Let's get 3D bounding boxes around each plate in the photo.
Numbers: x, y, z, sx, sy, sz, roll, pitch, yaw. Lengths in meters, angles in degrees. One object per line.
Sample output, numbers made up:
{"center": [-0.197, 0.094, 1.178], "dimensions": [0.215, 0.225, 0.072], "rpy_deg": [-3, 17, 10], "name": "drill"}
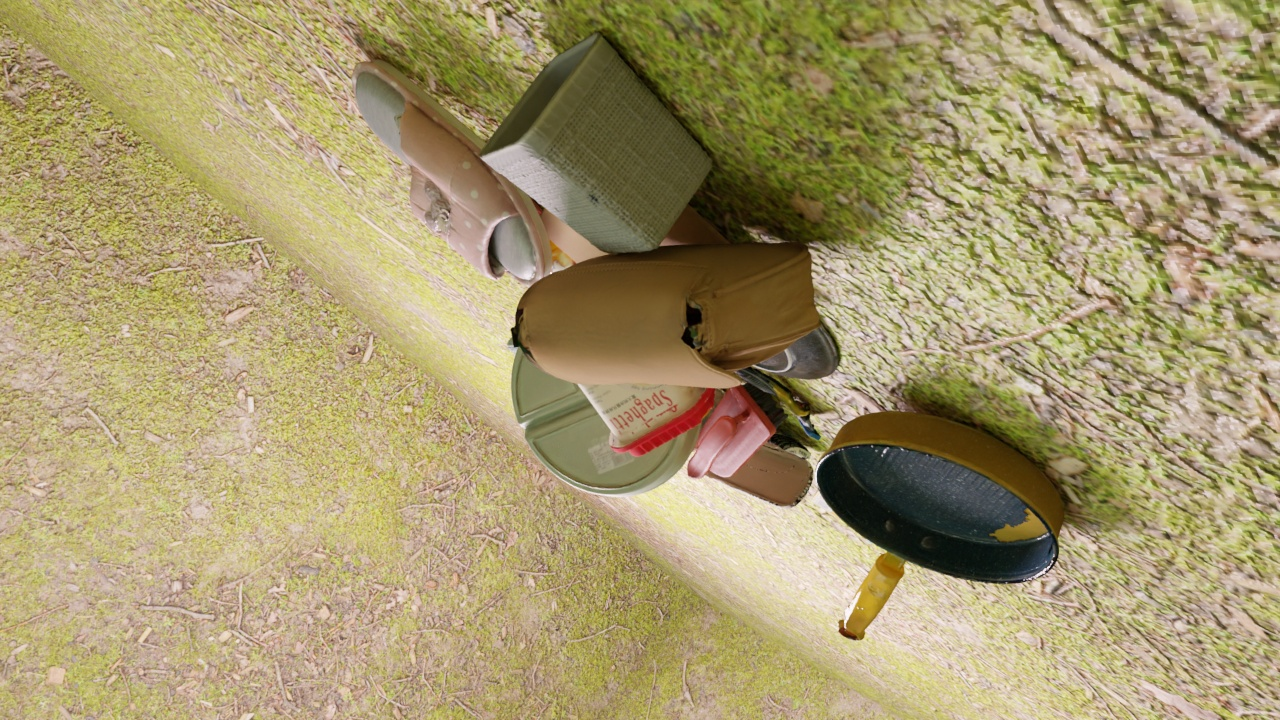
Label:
{"center": [-0.044, 0.040, 0.979], "dimensions": [0.230, 0.231, 0.027], "rpy_deg": [32, -155, 17], "name": "plate"}
{"center": [0.086, -0.033, 0.783], "dimensions": [0.179, 0.024, 0.179], "rpy_deg": [34, 166, 9], "name": "plate"}

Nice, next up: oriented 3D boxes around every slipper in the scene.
{"center": [-0.178, -0.163, 0.809], "dimensions": [0.274, 0.054, 0.114], "rpy_deg": [47, 149, 15], "name": "slipper"}

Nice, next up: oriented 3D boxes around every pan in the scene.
{"center": [0.233, 0.169, 0.816], "dimensions": [0.198, 0.078, 0.358], "rpy_deg": [25, 152, 13], "name": "pan"}

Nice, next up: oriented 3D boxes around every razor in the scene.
{"center": [0.120, 0.025, 0.871], "dimensions": [0.142, 0.022, 0.042], "rpy_deg": [35, -165, -23], "name": "razor"}

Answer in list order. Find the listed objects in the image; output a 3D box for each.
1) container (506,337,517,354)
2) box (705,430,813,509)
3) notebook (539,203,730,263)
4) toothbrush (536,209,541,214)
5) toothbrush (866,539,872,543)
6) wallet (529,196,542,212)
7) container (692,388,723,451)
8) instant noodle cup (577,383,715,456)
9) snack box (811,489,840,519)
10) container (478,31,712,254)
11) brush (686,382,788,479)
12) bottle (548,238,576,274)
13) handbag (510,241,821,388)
{"center": [-0.105, -0.024, 1.140], "dimensions": [0.090, 0.090, 0.111], "rpy_deg": [40, 168, -15], "name": "container"}
{"center": [0.120, 0.109, 1.035], "dimensions": [0.075, 0.085, 0.162], "rpy_deg": [14, 180, -41], "name": "box"}
{"center": [0.020, -0.072, 0.735], "dimensions": [0.211, 0.012, 0.150], "rpy_deg": [42, 148, -8], "name": "notebook"}
{"center": [-0.036, -0.098, 0.867], "dimensions": [0.189, 0.014, 0.018], "rpy_deg": [34, 156, -2], "name": "toothbrush"}
{"center": [0.248, 0.163, 1.021], "dimensions": [0.027, 0.026, 0.224], "rpy_deg": [5, 152, 27], "name": "toothbrush"}
{"center": [-0.156, -0.167, 0.919], "dimensions": [0.131, 0.035, 0.119], "rpy_deg": [17, 159, 47], "name": "wallet"}
{"center": [0.023, 0.045, 1.020], "dimensions": [0.111, 0.090, 0.089], "rpy_deg": [27, -176, 21], "name": "container"}
{"center": [-0.005, 0.005, 0.854], "dimensions": [0.124, 0.117, 0.116], "rpy_deg": [48, -154, -22], "name": "instant noodle cup"}
{"center": [0.223, 0.123, 0.876], "dimensions": [0.087, 0.033, 0.141], "rpy_deg": [30, 155, 11], "name": "snack box"}
{"center": [-0.026, -0.134, 0.601], "dimensions": [0.114, 0.090, 0.090], "rpy_deg": [39, 167, -25], "name": "container"}
{"center": [0.090, 0.081, 0.951], "dimensions": [0.063, 0.069, 0.146], "rpy_deg": [53, 151, 15], "name": "brush"}
{"center": [-0.045, -0.093, 0.824], "dimensions": [0.108, 0.063, 0.063], "rpy_deg": [18, 161, 14], "name": "bottle"}
{"center": [0.017, -0.029, 0.640], "dimensions": [0.205, 0.147, 0.100], "rpy_deg": [1, 107, 41], "name": "handbag"}
